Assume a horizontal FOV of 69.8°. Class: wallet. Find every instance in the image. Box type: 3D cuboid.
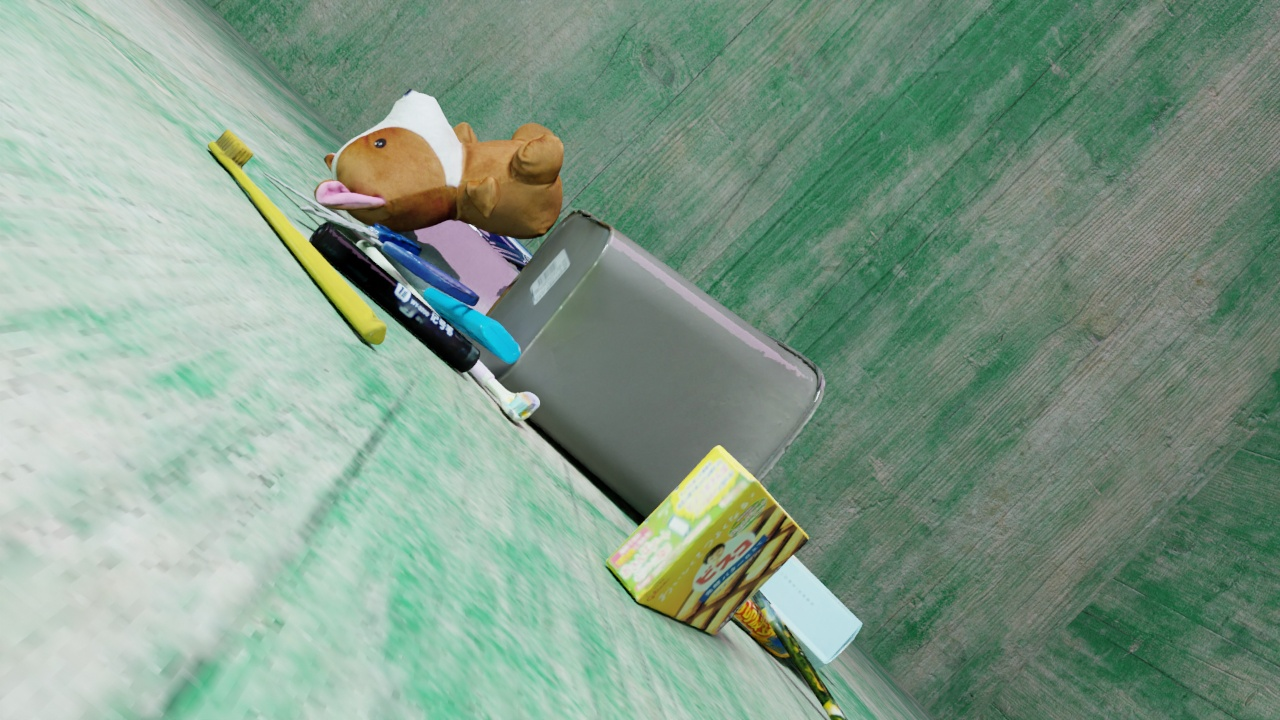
[{"bbox_3d":[-0.171,-0.084,0.835,0.129,0.037,0.106,45,38,-17],"label":"wallet"}]

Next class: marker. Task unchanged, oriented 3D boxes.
[{"bbox_3d":[-0.153,-0.037,0.580,0.022,0.020,0.132,-2,-37,47],"label":"marker"}]

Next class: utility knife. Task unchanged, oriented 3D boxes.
[{"bbox_3d":[-0.144,-0.036,0.716,0.186,0.018,0.034,27,-22,53],"label":"utility knife"}]

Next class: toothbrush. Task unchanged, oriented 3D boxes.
[{"bbox_3d":[0.109,0.204,0.714,0.012,0.017,0.185,2,50,-57],"label":"toothbrush"},{"bbox_3d":[-0.144,-0.026,0.659,0.189,0.020,0.029,43,40,17],"label":"toothbrush"},{"bbox_3d":[-0.184,-0.071,0.485,0.190,0.016,0.015,44,-1,30],"label":"toothbrush"}]

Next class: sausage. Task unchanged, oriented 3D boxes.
[{"bbox_3d":[0.076,0.192,0.723,0.165,0.021,0.021,45,-1,-28],"label":"sausage"}]

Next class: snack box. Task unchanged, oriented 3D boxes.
[{"bbox_3d":[0.106,0.191,0.803,0.175,0.051,0.074,45,-21,15],"label":"snack box"},{"bbox_3d":[0.043,0.108,0.525,0.034,0.087,0.140,44,-2,33],"label":"snack box"}]

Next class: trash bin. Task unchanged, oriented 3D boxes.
[{"bbox_3d":[-0.005,0.004,0.769,0.219,0.198,0.199,39,1,-23],"label":"trash bin"}]

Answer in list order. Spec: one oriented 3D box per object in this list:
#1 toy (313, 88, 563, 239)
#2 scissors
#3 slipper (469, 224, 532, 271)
[{"bbox_3d":[-0.163,-0.158,0.759,0.140,0.199,0.130,-120,-155,-69],"label":"toy"},{"bbox_3d":[-0.188,-0.086,0.663,0.162,0.012,0.176,34,4,2],"label":"scissors"},{"bbox_3d":[-0.172,-0.091,0.931,0.253,0.105,0.095,42,21,-18],"label":"slipper"}]
